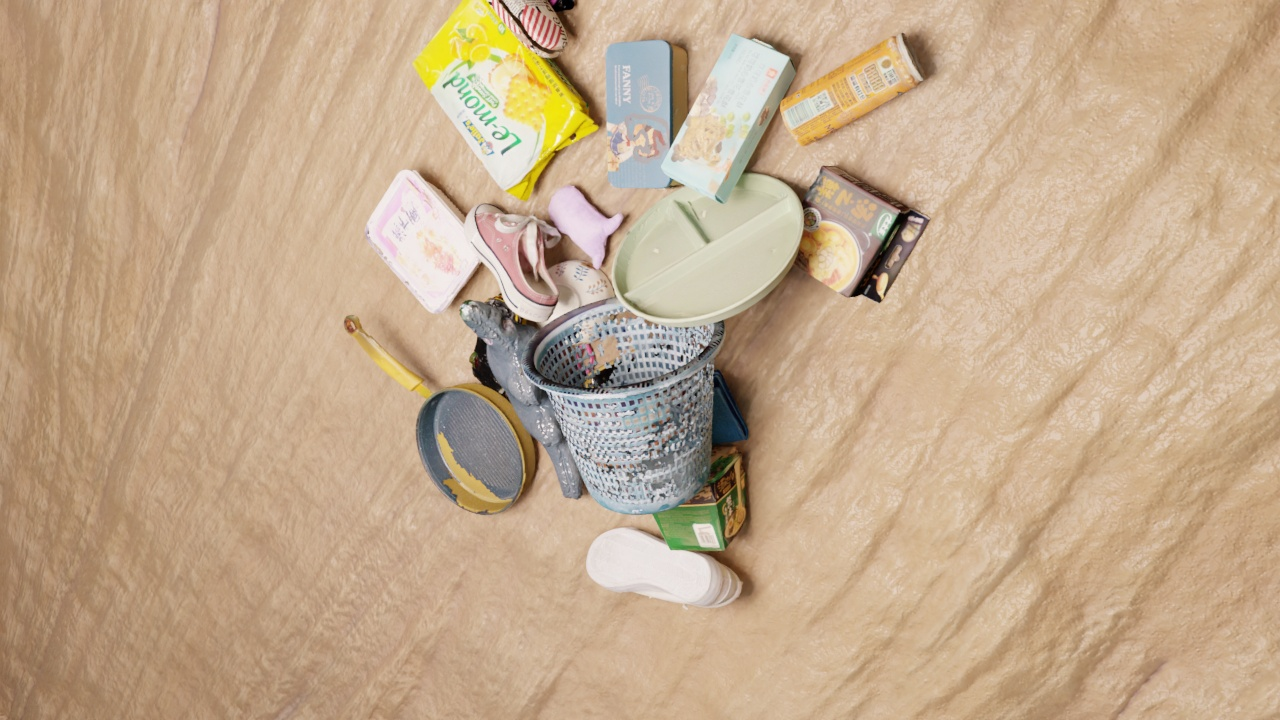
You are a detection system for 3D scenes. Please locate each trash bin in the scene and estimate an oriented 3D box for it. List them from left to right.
[{"bbox_3d":[-0.005,0.057,1.048,0.227,0.225,0.195,6,123,26],"label":"trash bin"}]

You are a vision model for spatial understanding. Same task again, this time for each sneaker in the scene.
[{"bbox_3d":[-0.153,-0.147,1.161,0.088,0.118,0.241,-59,39,23],"label":"sneaker"},{"bbox_3d":[0.032,0.279,1.229,0.243,0.090,0.089,1,73,46],"label":"sneaker"}]

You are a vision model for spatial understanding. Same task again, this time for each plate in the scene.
[{"bbox_3d":[0.076,-0.125,1.038,0.231,0.229,0.027,-3,142,28],"label":"plate"}]

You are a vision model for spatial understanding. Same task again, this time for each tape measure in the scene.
[{"bbox_3d":[-0.108,-0.457,1.128,0.057,0.039,0.058,3,111,36],"label":"tape measure"}]

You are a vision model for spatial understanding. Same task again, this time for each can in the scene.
[{"bbox_3d":[0.225,-0.288,0.984,0.146,0.058,0.058,-25,91,30],"label":"can"}]

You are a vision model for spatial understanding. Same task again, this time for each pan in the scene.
[{"bbox_3d":[-0.297,0.070,1.325,0.198,0.078,0.357,-39,86,35],"label":"pan"}]

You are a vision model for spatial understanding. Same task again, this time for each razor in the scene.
[{"bbox_3d":[-0.007,0.007,1.183,0.168,0.067,0.062,-22,92,37],"label":"razor"}]

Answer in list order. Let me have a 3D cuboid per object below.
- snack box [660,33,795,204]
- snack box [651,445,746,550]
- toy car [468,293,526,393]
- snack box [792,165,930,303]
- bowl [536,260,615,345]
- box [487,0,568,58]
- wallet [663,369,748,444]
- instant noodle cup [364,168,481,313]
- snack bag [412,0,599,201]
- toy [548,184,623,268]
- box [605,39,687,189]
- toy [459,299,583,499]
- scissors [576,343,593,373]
[{"bbox_3d":[0.099,-0.271,1.032,0.074,0.051,0.175,30,97,18],"label":"snack box"},{"bbox_3d":[0.074,0.178,1.153,0.118,0.117,0.105,-8,103,32],"label":"snack box"},{"bbox_3d":[-0.200,-0.023,1.283,0.071,0.041,0.156,32,130,17],"label":"toy car"},{"bbox_3d":[0.235,-0.139,1.027,0.126,0.053,0.113,35,116,21],"label":"snack box"},{"bbox_3d":[-0.095,-0.073,1.196,0.114,0.062,0.113,3,98,20],"label":"bowl"},{"bbox_3d":[-0.150,-0.428,1.103,0.060,0.072,0.164,-37,82,23],"label":"box"},{"bbox_3d":[0.059,0.067,1.164,0.133,0.040,0.106,-12,121,29],"label":"wallet"},{"bbox_3d":[-0.291,-0.168,1.287,0.173,0.060,0.138,48,119,10],"label":"instant noodle cup"},{"bbox_3d":[-0.172,-0.347,1.173,0.158,0.068,0.246,-39,84,29],"label":"snack bag"},{"bbox_3d":[-0.076,-0.182,1.180,0.108,0.038,0.084,43,123,18],"label":"toy"},{"bbox_3d":[0.009,-0.297,1.095,0.090,0.062,0.184,4,106,26],"label":"box"},{"bbox_3d":[-0.142,0.032,1.201,0.091,0.137,0.357,-13,132,13],"label":"toy"},{"bbox_3d":[-0.084,-0.046,1.235,0.133,0.017,0.133,9,102,22],"label":"scissors"}]
